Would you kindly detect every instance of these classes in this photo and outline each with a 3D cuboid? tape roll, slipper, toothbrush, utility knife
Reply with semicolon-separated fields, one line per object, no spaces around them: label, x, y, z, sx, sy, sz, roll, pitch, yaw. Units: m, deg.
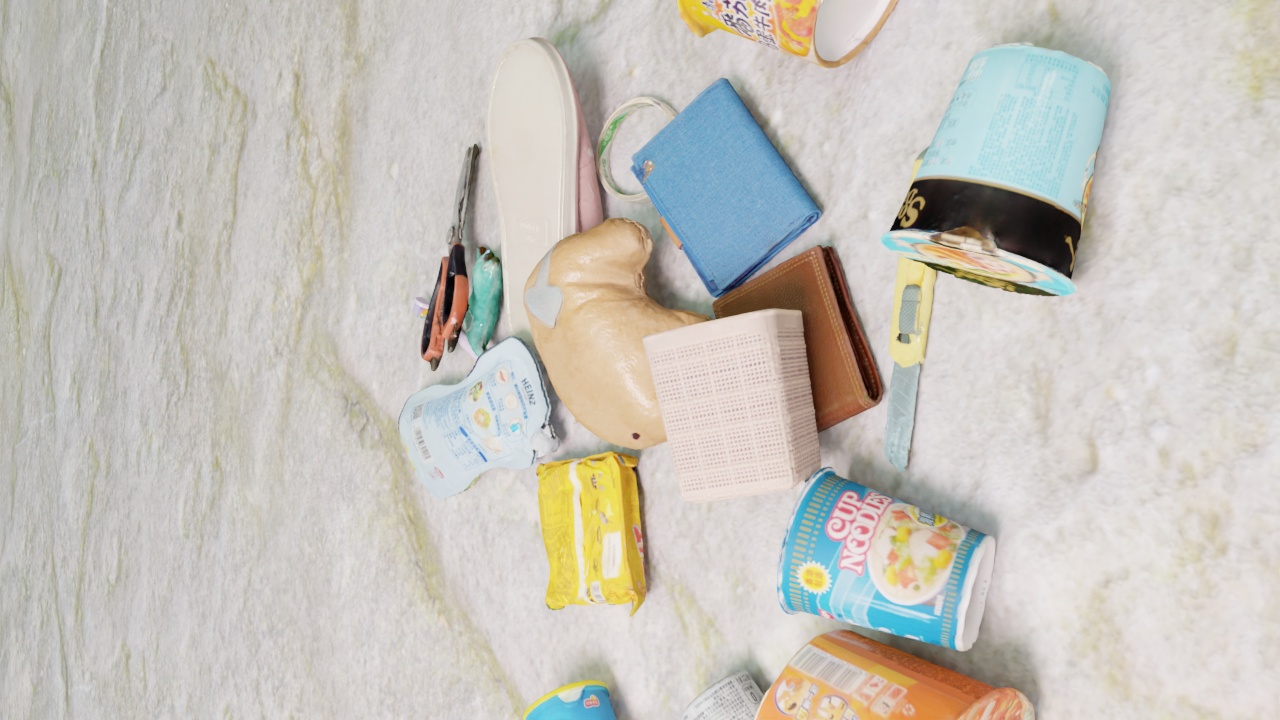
tape roll;-0.001;-0.172;0.754;0.086;0.013;0.085;-3;85;39
slipper;-0.079;-0.134;0.788;0.114;0.054;0.274;6;102;42
toothbrush;-0.159;-0.007;0.869;0.021;0.029;0.189;-42;56;-14
utility knife;0.181;-0.036;0.602;0.031;0.022;0.219;9;97;45

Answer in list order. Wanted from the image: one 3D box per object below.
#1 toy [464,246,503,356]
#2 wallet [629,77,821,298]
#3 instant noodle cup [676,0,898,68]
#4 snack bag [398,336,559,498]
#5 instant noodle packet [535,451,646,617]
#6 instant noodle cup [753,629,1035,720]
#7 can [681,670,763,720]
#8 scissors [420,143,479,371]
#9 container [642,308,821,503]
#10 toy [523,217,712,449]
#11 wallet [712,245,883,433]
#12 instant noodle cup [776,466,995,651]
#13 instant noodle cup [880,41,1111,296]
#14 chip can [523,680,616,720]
toy;-0.145;-0.062;0.848;0.096;0.030;0.092;-115;38;-52
wallet;0.060;-0.126;0.685;0.107;0.040;0.133;-40;70;25
instant noodle cup;0.106;-0.265;0.605;0.110;0.137;0.138;38;111;25
snack bag;-0.148;0.057;0.835;0.192;0.038;0.110;-24;77;39
instant noodle packet;-0.039;0.142;0.747;0.111;0.044;0.128;-14;76;43
instant noodle cup;0.142;0.236;0.537;0.111;0.151;0.151;20;100;46
can;0.090;0.289;0.624;0.058;0.058;0.146;-51;59;25
scissors;-0.170;-0.104;0.855;0.207;0.015;0.192;-65;30;19
container;0.065;0.029;0.599;0.090;0.090;0.111;-12;87;24
toy;-0.004;0.004;0.702;0.144;0.082;0.226;-41;79;34
wallet;0.108;-0.007;0.647;0.101;0.032;0.124;-29;70;38
instant noodle cup;0.155;0.126;0.566;0.110;0.099;0.099;12;95;31
instant noodle cup;0.211;-0.110;0.527;0.111;0.111;0.120;20;93;38
chip can;-0.023;0.350;0.678;0.071;0.071;0.210;-48;49;26
